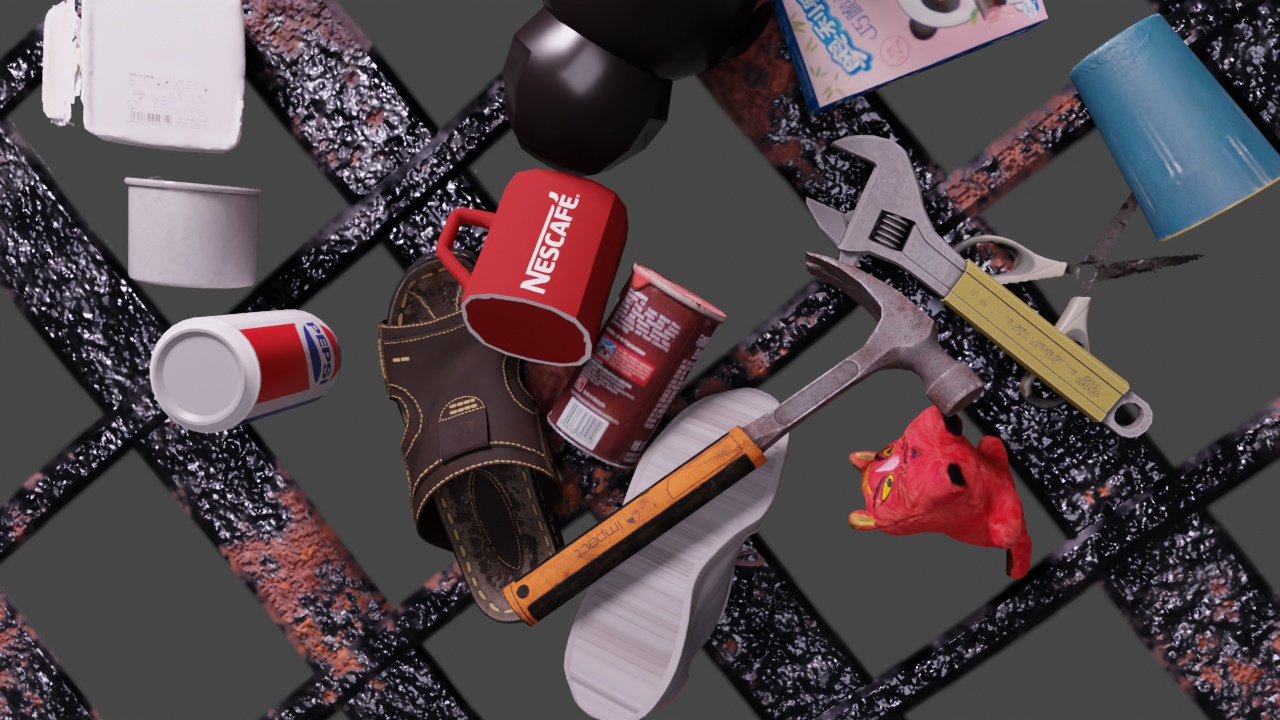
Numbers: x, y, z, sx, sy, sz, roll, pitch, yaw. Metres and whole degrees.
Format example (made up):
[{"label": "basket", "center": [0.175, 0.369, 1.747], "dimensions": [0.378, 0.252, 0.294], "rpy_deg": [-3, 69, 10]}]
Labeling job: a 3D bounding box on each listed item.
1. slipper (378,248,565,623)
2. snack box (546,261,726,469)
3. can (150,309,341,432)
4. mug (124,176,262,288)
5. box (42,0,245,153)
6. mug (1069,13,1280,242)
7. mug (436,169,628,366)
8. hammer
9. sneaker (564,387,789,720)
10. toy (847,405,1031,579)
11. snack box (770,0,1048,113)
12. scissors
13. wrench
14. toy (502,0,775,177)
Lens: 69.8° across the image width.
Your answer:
[{"label": "slipper", "center": [-0.114, 0.057, 0.628], "dimensions": [0.113, 0.075, 0.268], "rpy_deg": [-13, 94, 7]}, {"label": "snack box", "center": [-0.004, 0.004, 0.613], "dimensions": [0.072, 0.072, 0.121], "rpy_deg": [31, 99, 2]}, {"label": "can", "center": [-0.255, 0.003, 0.608], "dimensions": [0.070, 0.132, 0.070], "rpy_deg": [1, 96, 6]}, {"label": "mug", "center": [-0.317, -0.091, 0.639], "dimensions": [0.113, 0.084, 0.070], "rpy_deg": [12, 101, 39]}, {"label": "box", "center": [-0.359, -0.199, 0.637], "dimensions": [0.151, 0.132, 0.107], "rpy_deg": [1, 95, -26]}, {"label": "mug", "center": [0.323, -0.144, 0.561], "dimensions": [0.078, 0.078, 0.121], "rpy_deg": [-31, 84, 8]}, {"label": "mug", "center": [-0.075, -0.062, 0.589], "dimensions": [0.116, 0.081, 0.096], "rpy_deg": [12, 63, 6]}, {"label": "hammer", "center": [0.044, 0.055, 0.580], "dimensions": [0.314, 0.035, 0.137], "rpy_deg": [-35, 65, -1]}, {"label": "sneaker", "center": [0.031, 0.131, 0.626], "dimensions": [0.099, 0.089, 0.235], "rpy_deg": [26, 77, 16]}, {"label": "toy", "center": [0.205, 0.096, 0.615], "dimensions": [0.133, 0.087, 0.094], "rpy_deg": [40, 131, -17]}, {"label": "snack box", "center": [0.168, -0.227, 0.583], "dimensions": [0.154, 0.033, 0.088], "rpy_deg": [-21, 95, 3]}, {"label": "scissors", "center": [0.282, -0.045, 0.607], "dimensions": [0.171, 0.012, 0.157], "rpy_deg": [4, 97, 5]}, {"label": "wrench", "center": [0.222, -0.044, 0.596], "dimensions": [0.273, 0.018, 0.084], "rpy_deg": [38, 103, 2]}, {"label": "toy", "center": [-0.015, -0.195, 0.551], "dimensions": [0.159, 0.140, 0.184], "rpy_deg": [26, 113, -14]}]
